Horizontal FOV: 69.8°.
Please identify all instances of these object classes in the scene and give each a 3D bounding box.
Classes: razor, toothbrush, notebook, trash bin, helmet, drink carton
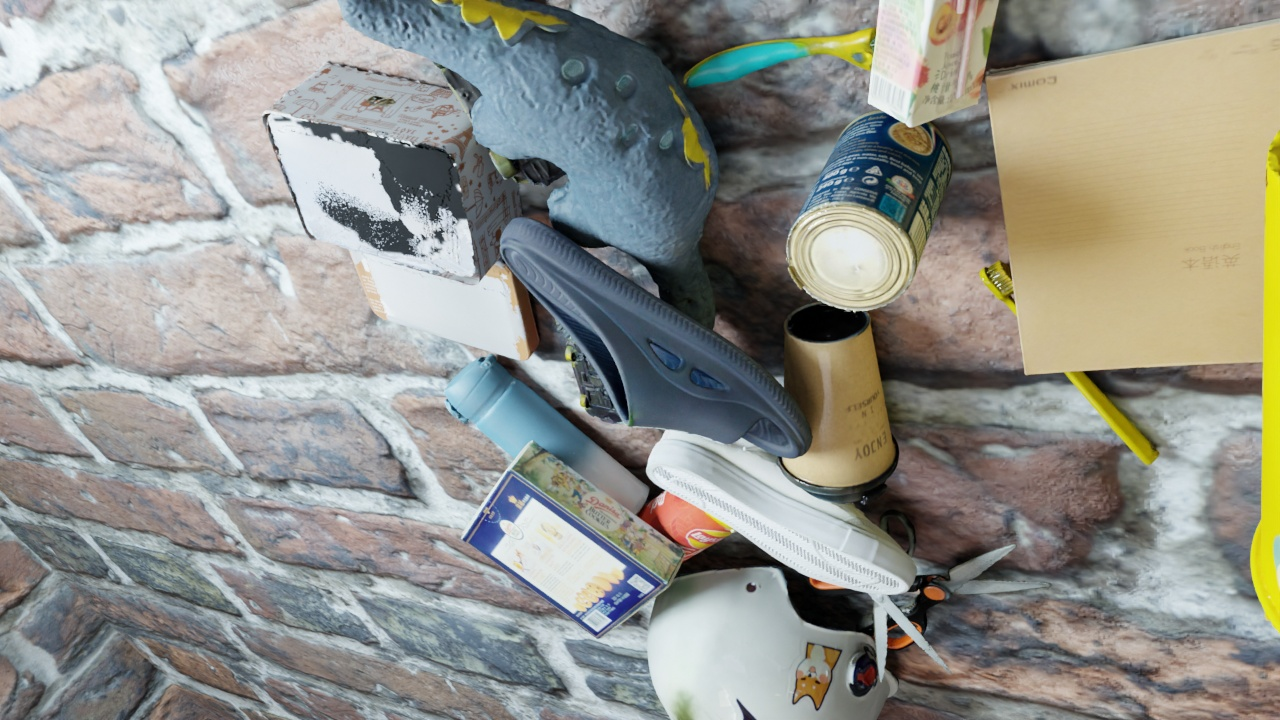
[{"bbox_3d":[0.088,-0.180,0.555,0.133,0.028,0.043,2,162,28],"label":"razor"},{"bbox_3d":[0.293,0.003,0.618,0.190,0.015,0.017,44,132,-13],"label":"toothbrush"},{"bbox_3d":[0.291,-0.081,0.529,0.150,0.012,0.212,-3,126,28],"label":"notebook"},{"bbox_3d":[0.400,0.008,0.410,0.230,0.228,0.255,-4,122,35],"label":"trash bin"},{"bbox_3d":[0.119,0.335,0.936,0.274,0.156,0.231,42,146,-16],"label":"helmet"},{"bbox_3d":[0.156,-0.188,0.476,0.045,0.053,0.123,50,155,41],"label":"drink carton"}]

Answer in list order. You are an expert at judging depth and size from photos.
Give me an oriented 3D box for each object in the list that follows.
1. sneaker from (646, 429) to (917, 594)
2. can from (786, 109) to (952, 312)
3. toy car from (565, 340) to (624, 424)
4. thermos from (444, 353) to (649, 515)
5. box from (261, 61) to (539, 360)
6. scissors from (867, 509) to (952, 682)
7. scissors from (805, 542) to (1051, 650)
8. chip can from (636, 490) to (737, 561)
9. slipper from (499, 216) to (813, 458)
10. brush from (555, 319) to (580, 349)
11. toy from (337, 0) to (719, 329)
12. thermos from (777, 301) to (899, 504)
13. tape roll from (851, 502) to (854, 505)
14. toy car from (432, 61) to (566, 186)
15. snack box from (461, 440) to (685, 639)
[{"bbox_3d":[0.128,0.111,0.778,0.242,0.090,0.090,29,152,-1],"label":"sneaker"},{"bbox_3d":[0.138,-0.090,0.549,0.075,0.110,0.075,17,137,17],"label":"can"},{"bbox_3d":[-0.034,0.016,0.823,0.049,0.031,0.106,11,137,24],"label":"toy car"},{"bbox_3d":[-0.093,0.082,0.901,0.220,0.070,0.070,40,139,-9],"label":"thermos"},{"bbox_3d":[-0.186,-0.103,0.773,0.177,0.082,0.261,17,140,17],"label":"box"},{"bbox_3d":[0.212,0.210,0.828,0.159,0.014,0.181,19,116,33],"label":"scissors"},{"bbox_3d":[0.261,0.216,0.844,0.225,0.021,0.205,4,132,29],"label":"scissors"},{"bbox_3d":[0.033,0.162,0.897,0.073,0.073,0.217,38,141,-7],"label":"chip can"},{"bbox_3d":[-0.004,0.004,0.661,0.268,0.083,0.111,36,167,1],"label":"slipper"},{"bbox_3d":[0.000,-0.022,0.746,0.144,0.055,0.074,34,141,-1],"label":"brush"},{"bbox_3d":[-0.026,-0.136,0.604,0.138,0.091,0.356,-29,128,23],"label":"toy"},{"bbox_3d":[0.145,0.032,0.689,0.093,0.092,0.143,7,126,27],"label":"thermos"},{"bbox_3d":[0.157,0.147,0.825,0.086,0.013,0.086,14,117,29],"label":"tape roll"},{"bbox_3d":[-0.094,-0.194,0.636,0.070,0.042,0.158,-28,117,5],"label":"toy car"},{"bbox_3d":[-0.072,0.181,0.898,0.182,0.045,0.178,37,141,-1],"label":"snack box"}]
